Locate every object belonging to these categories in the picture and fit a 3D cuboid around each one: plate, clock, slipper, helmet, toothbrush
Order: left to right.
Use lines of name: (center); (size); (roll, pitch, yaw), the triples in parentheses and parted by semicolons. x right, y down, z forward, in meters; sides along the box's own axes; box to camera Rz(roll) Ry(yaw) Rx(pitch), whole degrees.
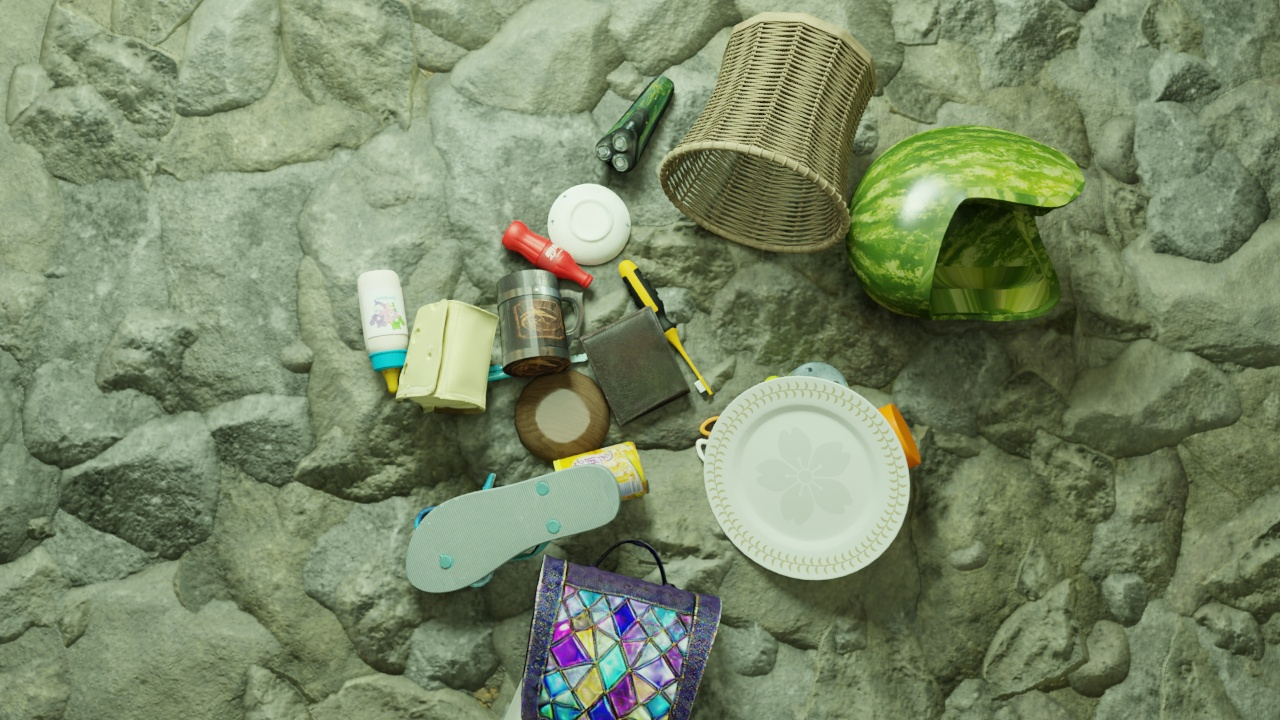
slipper: (-0.147, 0.182, 1.046); (0.269, 0.054, 0.098); (-24, 85, 11)
plate: (-0.063, -0.172, 1.138); (0.104, 0.026, 0.104); (1, 82, -5)
toothbrush: (0.032, -0.040, 1.131); (0.031, 0.031, 0.196); (-34, 91, 6)
clock: (0.196, 0.049, 1.119); (0.119, 0.057, 0.083); (-18, 86, -8)
plate: (0.191, 0.137, 1.074); (0.243, 0.016, 0.242); (4, 99, 24)
helmet: (0.362, -0.161, 1.075); (0.247, 0.213, 0.242); (-11, 46, 2)

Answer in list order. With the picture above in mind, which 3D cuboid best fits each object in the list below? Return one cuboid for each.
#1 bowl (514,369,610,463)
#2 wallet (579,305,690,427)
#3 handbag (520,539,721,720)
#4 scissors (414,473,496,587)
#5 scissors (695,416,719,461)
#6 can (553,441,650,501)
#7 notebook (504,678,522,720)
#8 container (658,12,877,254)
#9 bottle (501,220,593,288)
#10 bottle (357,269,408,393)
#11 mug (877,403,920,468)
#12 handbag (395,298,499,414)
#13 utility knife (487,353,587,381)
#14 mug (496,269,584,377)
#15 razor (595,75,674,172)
bowl: (-0.094, 0.066, 1.103); (0.118, 0.030, 0.117); (1, 83, -5)
wallet: (-0.007, 0.006, 1.108); (0.099, 0.031, 0.120); (-26, 101, -7)
handbag: (-0.027, 0.312, 1.030); (0.205, 0.126, 0.221); (15, 75, -3)
scissors: (-0.205, 0.196, 1.088); (0.137, 0.011, 0.134); (16, 84, -2)
scissors: (0.130, 0.113, 1.127); (0.128, 0.013, 0.064); (20, 82, -1)
can: (-0.048, 0.139, 1.080); (0.105, 0.068, 0.067); (-14, 84, -7)
notebook: (-0.060, 0.454, 1.070); (0.210, 0.009, 0.142); (24, 81, -2)
container: (0.160, -0.266, 1.079); (0.227, 0.227, 0.196); (21, 75, -2)
bottle: (-0.111, -0.126, 1.123); (0.119, 0.036, 0.036); (32, 81, -1)
bottle: (-0.302, -0.033, 1.087); (0.051, 0.051, 0.146); (-9, 84, -6)
mug: (0.280, 0.116, 1.100); (0.096, 0.077, 0.112); (-27, 129, 21)
handbag: (-0.226, 0.001, 1.055); (0.081, 0.111, 0.119); (22, 70, -44)
utility knife: (-0.152, 0.009, 1.115); (0.181, 0.015, 0.022); (-12, 64, -8)
mug: (-0.113, -0.042, 1.092); (0.115, 0.080, 0.107); (3, 70, -33)
razor: (0.000, -0.299, 1.142); (0.054, 0.067, 0.151); (34, 73, -4)
